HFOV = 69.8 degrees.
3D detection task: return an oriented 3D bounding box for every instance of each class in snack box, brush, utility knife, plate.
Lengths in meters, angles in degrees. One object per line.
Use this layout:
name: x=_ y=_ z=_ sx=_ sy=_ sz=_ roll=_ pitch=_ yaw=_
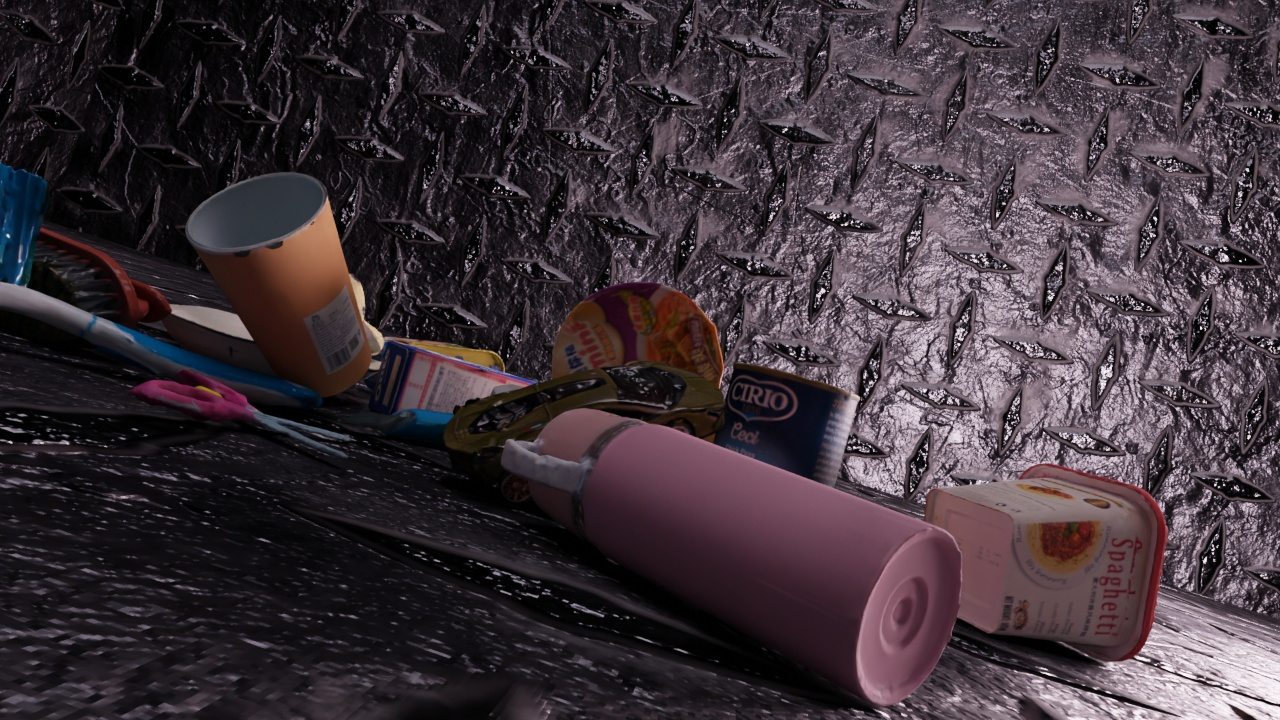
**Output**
snack box: x=-0.104 y=0.039 z=0.716 sx=0.207 sy=0.058 sz=0.057 roll=19 pitch=-2 yaw=-36
brush: x=-0.311 y=-0.042 z=0.465 sx=0.314 sy=0.109 sz=0.061 roll=9 pitch=-11 yaw=-40
brush: x=-0.354 y=-0.048 z=0.545 sx=0.146 sy=0.063 sz=0.069 roll=19 pitch=12 yaw=15
utility knife: x=-0.125 y=0.047 z=0.617 sx=0.034 sy=0.018 sz=0.182 roll=-28 pitch=-25 yaw=28
plate: x=-0.280 y=-0.006 z=0.686 sx=0.164 sy=0.034 sz=0.163 roll=18 pitch=-1 yaw=-1

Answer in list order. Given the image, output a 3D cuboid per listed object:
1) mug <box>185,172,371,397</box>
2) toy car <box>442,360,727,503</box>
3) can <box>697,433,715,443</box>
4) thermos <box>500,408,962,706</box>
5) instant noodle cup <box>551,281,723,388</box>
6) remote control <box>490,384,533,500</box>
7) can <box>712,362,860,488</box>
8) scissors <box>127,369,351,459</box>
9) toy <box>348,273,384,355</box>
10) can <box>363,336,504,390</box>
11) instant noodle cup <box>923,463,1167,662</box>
mug: x=-0.207 y=-0.039 z=0.551 sx=0.078 sy=0.078 sz=0.123 roll=17 pitch=-42 yaw=26
toy car: x=-0.028 y=0.031 z=0.504 sx=0.158 sy=0.042 sz=0.070 roll=-13 pitch=29 yaw=-16
can: x=0.079 y=0.090 z=0.746 sx=0.049 sy=0.074 sz=0.148 roll=23 pitch=-6 yaw=-38
thermos: x=0.022 y=0.066 z=0.378 sx=0.087 sy=0.067 sz=0.199 roll=19 pitch=-1 yaw=-44
instant noodle cup: x=-0.004 y=0.004 z=0.644 sx=0.111 sy=0.111 sz=0.099 roll=18 pitch=-1 yaw=-2
remote control: x=-0.061 y=0.050 z=0.558 sx=0.049 sy=0.024 sz=0.125 roll=17 pitch=19 yaw=-25
can: x=0.076 y=0.064 z=0.531 sx=0.075 sy=0.111 sz=0.075 roll=16 pitch=-3 yaw=1
scissors: x=-0.196 y=0.026 z=0.455 sx=0.134 sy=0.017 sz=0.133 roll=17 pitch=-6 yaw=31
toy: x=-0.250 y=-0.047 z=0.746 sx=0.105 sy=0.066 sz=0.157 roll=37 pitch=-1 yaw=-20
can: x=-0.186 y=0.011 z=0.816 sx=0.102 sy=0.057 sz=0.083 roll=7 pitch=4 yaw=-36
instant noodle cup: x=0.256 y=0.130 z=0.602 sx=0.124 sy=0.116 sz=0.117 roll=5 pitch=4 yaw=-25
